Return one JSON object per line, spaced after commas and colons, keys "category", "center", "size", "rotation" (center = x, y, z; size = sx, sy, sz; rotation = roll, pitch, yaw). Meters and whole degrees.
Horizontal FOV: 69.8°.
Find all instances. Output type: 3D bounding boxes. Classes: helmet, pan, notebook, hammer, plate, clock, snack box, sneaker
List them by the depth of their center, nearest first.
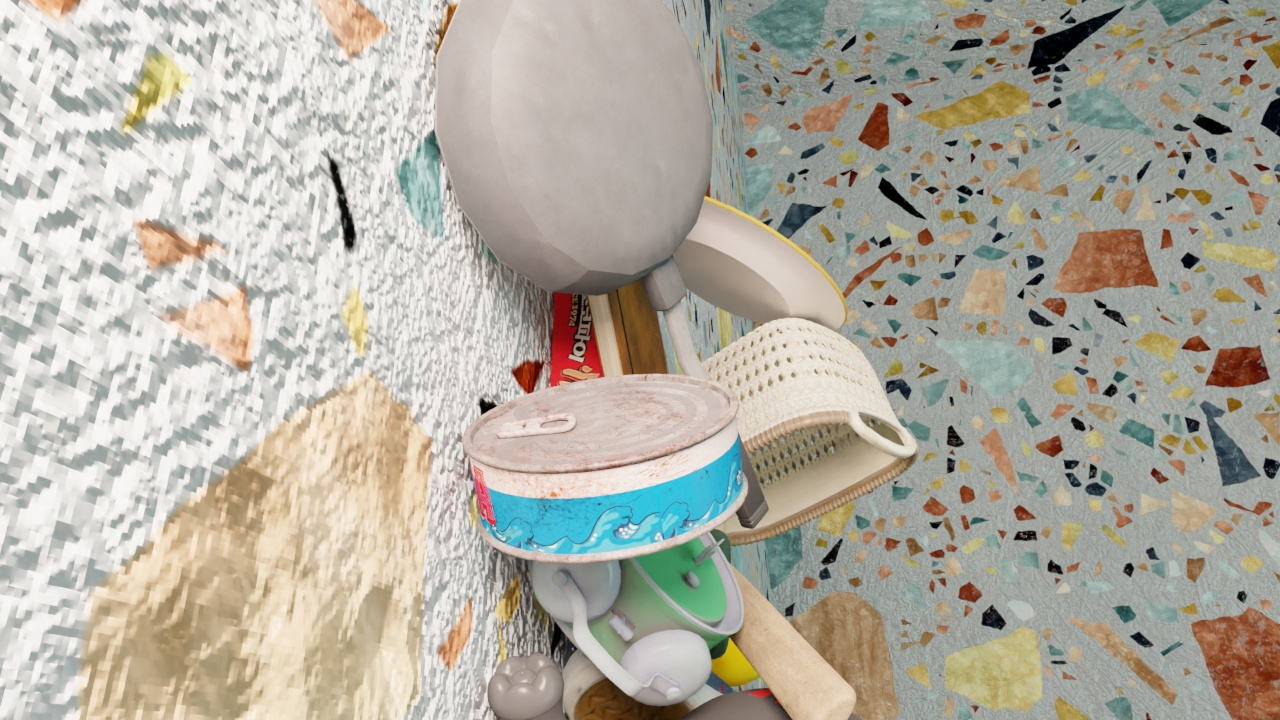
{"category": "clock", "center": [-0.002, 0.118, 0.496], "size": [0.122, 0.075, 0.161], "rotation": [47, 15, -6]}
{"category": "helmet", "center": [0.082, 0.276, 0.507], "size": [0.169, 0.164, 0.265], "rotation": [-52, 124, -31]}
{"category": "pan", "center": [0.012, -0.048, 0.513], "size": [0.178, 0.041, 0.357], "rotation": [-42, 120, -36]}
{"category": "hammer", "center": [0.053, 0.144, 0.584], "size": [0.031, 0.119, 0.331], "rotation": [46, -4, -17]}
{"category": "sneaker", "center": [0.023, 0.232, 0.609], "size": [0.235, 0.087, 0.079], "rotation": [46, 8, -36]}
{"category": "notebook", "center": [-0.003, 0.001, 0.636], "size": [0.178, 0.014, 0.249], "rotation": [-78, 160, -60]}
{"category": "snack box", "center": [-0.027, -0.011, 0.664], "size": [0.133, 0.036, 0.151], "rotation": [64, 24, -63]}
{"category": "plate", "center": [0.077, -0.080, 0.830], "size": [0.021, 0.230, 0.230], "rotation": [-60, 160, -12]}

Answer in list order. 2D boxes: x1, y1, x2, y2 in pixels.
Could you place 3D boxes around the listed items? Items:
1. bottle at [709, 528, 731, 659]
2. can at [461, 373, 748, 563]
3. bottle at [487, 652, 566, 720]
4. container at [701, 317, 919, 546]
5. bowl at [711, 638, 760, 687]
{"category": "bottle", "center": [0.041, 0.170, 0.727], "size": [0.131, 0.061, 0.061], "rotation": [-78, 172, -65]}
{"category": "can", "center": [-0.016, 0.046, 0.436], "size": [0.129, 0.130, 0.044], "rotation": [-60, 144, -72]}
{"category": "bottle", "center": [-0.048, 0.197, 0.449], "size": [0.036, 0.036, 0.110], "rotation": [-66, 150, -69]}
{"category": "container", "center": [0.114, 0.074, 0.846], "size": [0.184, 0.247, 0.142], "rotation": [22, 46, -41]}
{"category": "bowl", "center": [0.070, 0.275, 0.919], "size": [0.117, 0.067, 0.117], "rotation": [35, -45, 44]}
